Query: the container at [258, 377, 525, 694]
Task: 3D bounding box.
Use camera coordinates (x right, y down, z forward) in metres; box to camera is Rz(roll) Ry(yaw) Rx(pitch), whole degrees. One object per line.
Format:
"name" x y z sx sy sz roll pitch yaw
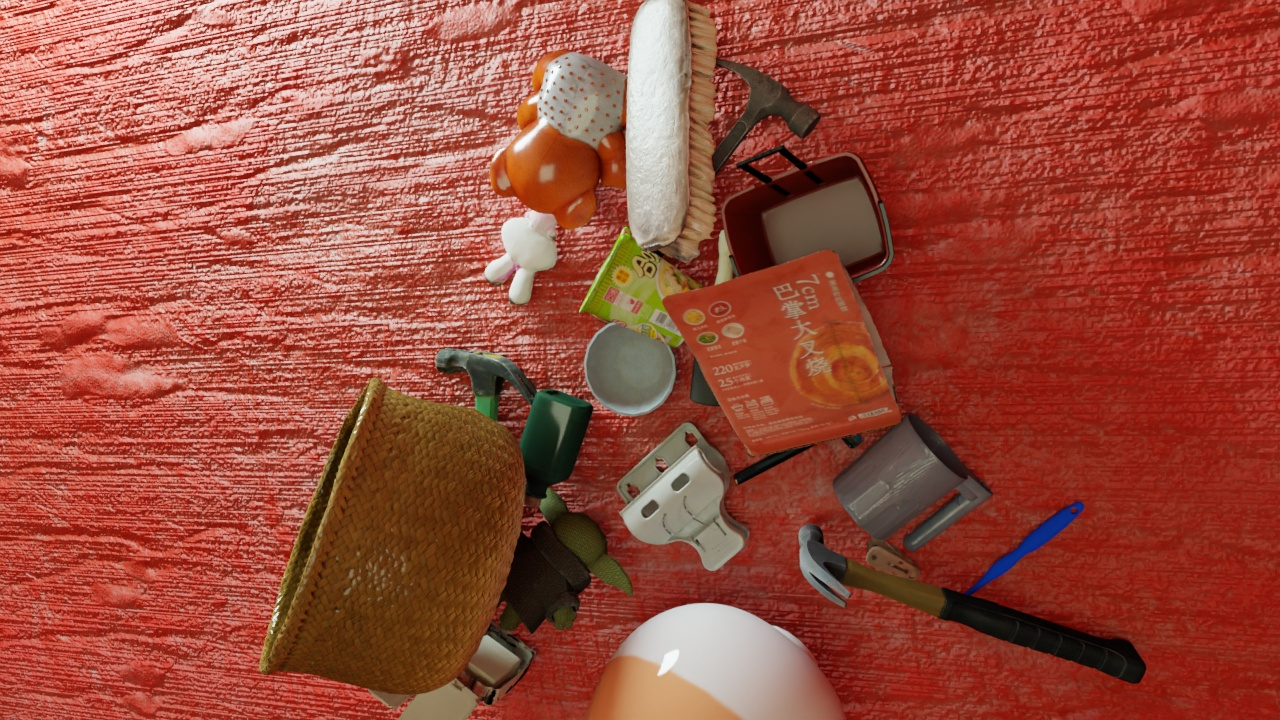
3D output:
"container" -0.247 0.190 0.952 0.196 0.306 0.307 21 107 -17

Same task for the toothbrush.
"toothbrush" 0.368 0.200 0.919 0.016 0.018 0.183 47 107 8

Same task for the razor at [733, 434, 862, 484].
"razor" 0.161 0.098 0.976 0.145 0.022 0.043 -27 128 25

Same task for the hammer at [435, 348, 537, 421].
"hammer" -0.188 0.149 1.106 0.130 0.032 0.319 8 101 18

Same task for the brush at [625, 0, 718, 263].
"brush" 0.030 -0.233 0.901 0.083 0.056 0.271 -10 75 43

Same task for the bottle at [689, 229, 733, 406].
"bottle" 0.084 -0.046 0.969 0.045 0.045 0.184 9 101 19

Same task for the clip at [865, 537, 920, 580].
"clip" 0.259 0.208 0.945 0.061 0.041 0.024 29 108 19

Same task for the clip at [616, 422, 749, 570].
"clip" 0.049 0.161 0.997 0.126 0.095 0.152 -44 72 23

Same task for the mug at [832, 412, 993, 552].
"mug" 0.270 0.128 0.916 0.124 0.083 0.104 38 112 -17

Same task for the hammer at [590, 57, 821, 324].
"hammer" 0.037 -0.172 0.974 0.138 0.035 0.315 42 110 10

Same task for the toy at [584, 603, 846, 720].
"toy" 0.067 0.391 0.912 0.266 0.279 0.264 41 145 6

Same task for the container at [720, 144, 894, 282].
"container" 0.151 -0.123 0.850 0.148 0.200 0.127 -18 91 21

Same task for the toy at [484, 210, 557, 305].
"toy" -0.128 -0.125 1.040 0.079 0.038 0.123 42 110 23

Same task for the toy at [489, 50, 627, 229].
"toy" -0.075 -0.234 0.983 0.164 0.092 0.172 29 94 11

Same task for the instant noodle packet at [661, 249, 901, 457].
"instant noodle packet" 0.136 -0.009 0.863 0.165 0.221 0.083 -15 50 22

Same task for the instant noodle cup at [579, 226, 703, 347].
"instant noodle cup" 0.006 -0.068 0.944 0.108 0.098 0.099 29 107 -7

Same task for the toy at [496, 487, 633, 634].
"toy" -0.107 0.237 1.040 0.152 0.078 0.179 -37 59 -16

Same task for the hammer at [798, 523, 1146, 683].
"hammer" 0.313 0.241 0.881 0.333 0.117 0.025 18 107 4

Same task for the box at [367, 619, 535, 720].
"box" -0.228 0.359 1.071 0.143 0.183 0.050 30 113 18

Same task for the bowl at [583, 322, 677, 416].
"bowl" -0.006 0.006 1.013 0.106 0.039 0.106 3 99 20

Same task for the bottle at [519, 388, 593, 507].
"bottle" -0.105 0.103 1.043 0.061 0.061 0.131 20 96 14
